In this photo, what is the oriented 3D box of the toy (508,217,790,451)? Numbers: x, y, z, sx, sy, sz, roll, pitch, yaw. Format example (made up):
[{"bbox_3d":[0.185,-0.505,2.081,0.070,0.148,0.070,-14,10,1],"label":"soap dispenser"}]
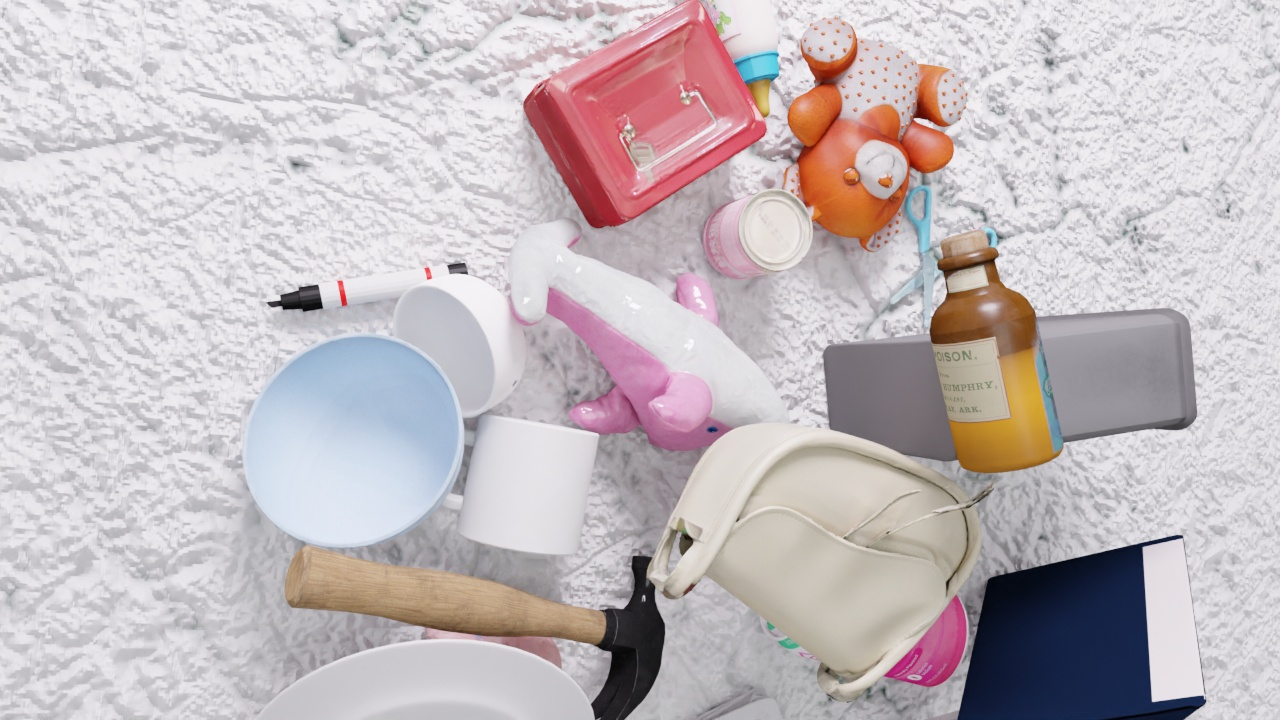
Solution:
[{"bbox_3d":[-0.004,0.004,0.717,0.265,0.186,0.128,37,121,-16],"label":"toy"}]

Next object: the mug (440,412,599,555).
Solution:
[{"bbox_3d":[-0.098,0.089,0.688,0.121,0.091,0.090,10,86,-1],"label":"mug"}]

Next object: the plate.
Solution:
[{"bbox_3d":[-0.150,0.282,0.637,0.242,0.016,0.243,-7,124,-10],"label":"plate"}]

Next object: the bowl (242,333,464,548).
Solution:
[{"bbox_3d":[-0.192,0.063,0.649,0.150,0.075,0.150,-1,71,3],"label":"bowl"}]

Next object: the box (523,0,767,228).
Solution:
[{"bbox_3d":[0.006,-0.190,0.722,0.158,0.087,0.129,-33,99,-17],"label":"box"}]

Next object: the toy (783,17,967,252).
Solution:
[{"bbox_3d":[0.191,-0.188,0.781,0.163,0.093,0.172,14,88,-23],"label":"toy"}]

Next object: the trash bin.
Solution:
[{"bbox_3d":[0.297,0.018,0.765,0.219,0.192,0.097,-6,92,-17],"label":"trash bin"}]

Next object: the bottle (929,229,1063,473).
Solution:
[{"bbox_3d":[0.232,-0.008,0.614,0.067,0.068,0.157,-15,94,-18],"label":"bottle"}]

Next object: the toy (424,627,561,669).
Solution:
[{"bbox_3d":[-0.117,0.229,0.700,0.108,0.053,0.105,-20,87,-22],"label":"toy"}]

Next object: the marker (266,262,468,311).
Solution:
[{"bbox_3d":[-0.202,-0.054,0.686,0.145,0.019,0.019,-11,93,-18],"label":"marker"}]

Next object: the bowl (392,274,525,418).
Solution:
[{"bbox_3d":[-0.127,-0.015,0.673,0.054,0.105,0.105,-34,102,-48],"label":"bowl"}]

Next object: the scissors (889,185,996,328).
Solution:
[{"bbox_3d":[0.270,-0.105,0.849,0.136,0.015,0.126,-37,100,-21],"label":"scissors"}]

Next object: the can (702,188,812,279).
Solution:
[{"bbox_3d":[0.095,-0.103,0.756,0.067,0.076,0.067,0,90,-19],"label":"can"}]

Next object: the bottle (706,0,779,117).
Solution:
[{"bbox_3d":[0.087,-0.275,0.767,0.051,0.051,0.146,-15,95,-18],"label":"bottle"}]

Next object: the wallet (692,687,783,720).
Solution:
[{"bbox_3d":[0.093,0.342,0.782,0.086,0.032,0.116,-20,98,-7],"label":"wallet"}]

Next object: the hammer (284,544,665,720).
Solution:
[{"bbox_3d":[-0.100,0.181,0.645,0.305,0.040,0.132,24,67,-39],"label":"hammer"}]

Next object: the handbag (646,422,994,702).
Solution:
[{"bbox_3d":[0.142,0.133,0.645,0.229,0.132,0.183,37,73,-23],"label":"handbag"}]

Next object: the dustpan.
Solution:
[{"bbox_3d":[0.326,0.267,0.763,0.080,0.274,0.235,62,32,-5],"label":"dustpan"}]

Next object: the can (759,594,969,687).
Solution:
[{"bbox_3d":[0.191,0.219,0.782,0.165,0.088,0.088,19,84,-18],"label":"can"}]
